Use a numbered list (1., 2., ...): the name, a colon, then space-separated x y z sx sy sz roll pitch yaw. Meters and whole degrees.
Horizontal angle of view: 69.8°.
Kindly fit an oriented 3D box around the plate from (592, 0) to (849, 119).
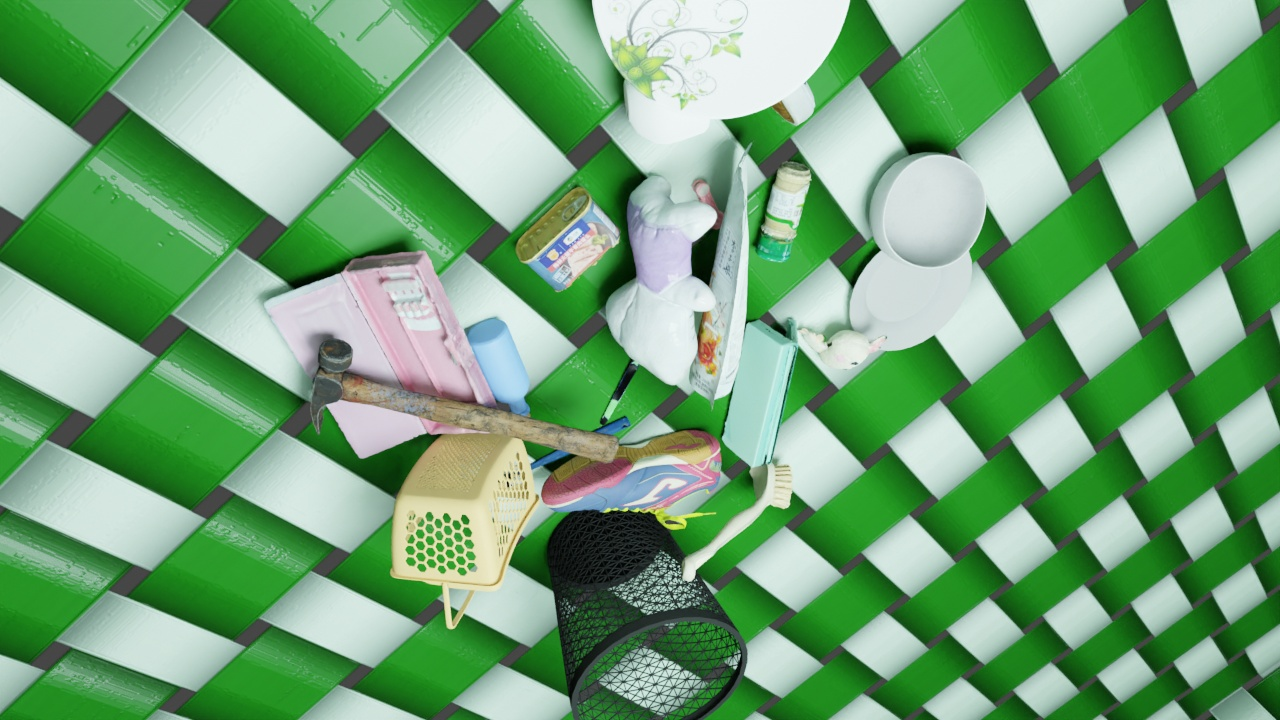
1. plate: 0.071 -0.332 0.811 0.229 0.030 0.230 -2 120 -4

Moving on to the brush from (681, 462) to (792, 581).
1. brush: 0.125 0.202 1.167 0.271 0.077 0.062 -34 131 -51

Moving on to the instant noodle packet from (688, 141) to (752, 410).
1. instant noodle packet: 0.093 -0.086 0.997 0.057 0.146 0.270 5 129 2

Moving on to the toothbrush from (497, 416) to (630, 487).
1. toothbrush: -0.099 0.119 1.146 0.190 0.017 0.016 -26 128 -3

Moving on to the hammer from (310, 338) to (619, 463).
1. hammer: -0.186 0.066 0.993 0.330 0.033 0.120 15 131 -14

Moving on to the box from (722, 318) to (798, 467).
1. box: 0.171 0.040 1.167 0.079 0.077 0.189 -14 126 -32

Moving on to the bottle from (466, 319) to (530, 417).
1. bottle: -0.153 0.018 1.038 0.048 0.048 0.131 -22 127 -6

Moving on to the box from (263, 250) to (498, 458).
1. box: -0.266 -0.004 0.983 0.180 0.055 0.233 -12 128 6

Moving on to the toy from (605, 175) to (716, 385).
1. toy: 0.019 -0.080 0.981 0.085 0.137 0.210 -14 127 -30

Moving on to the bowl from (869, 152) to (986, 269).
1. bowl: 0.327 -0.176 1.072 0.131 0.064 0.132 -3 106 -13

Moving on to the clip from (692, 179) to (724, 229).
1. clip: 0.075 -0.171 1.007 0.022 0.035 0.057 -29 124 3

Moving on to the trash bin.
1. trash bin: -0.013 0.313 1.166 0.216 0.243 0.217 -10 125 -15

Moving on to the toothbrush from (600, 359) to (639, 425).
1. toothbrush: -0.007 0.006 1.107 0.014 0.017 0.188 13 118 -30

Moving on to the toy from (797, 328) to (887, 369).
1. toy: 0.255 -0.015 1.158 0.112 0.087 0.050 -1 80 -7

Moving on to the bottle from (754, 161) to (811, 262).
1. bottle: 0.161 -0.168 1.038 0.042 0.042 0.110 0 121 -21

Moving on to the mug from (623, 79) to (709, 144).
1. mug: 0.022 -0.273 0.888 0.076 0.090 0.124 -8 107 -4

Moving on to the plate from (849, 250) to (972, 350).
1. plate: 0.340 -0.092 1.170 0.172 0.019 0.173 -10 125 -15

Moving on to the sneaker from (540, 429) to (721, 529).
1. sneaker: -0.005 0.162 1.148 0.241 0.116 0.091 -13 116 -20

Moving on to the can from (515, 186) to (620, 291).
1. can: -0.075 -0.126 0.967 0.100 0.054 0.059 -41 128 9

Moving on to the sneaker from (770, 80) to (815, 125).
1. sneaker: 0.121 -0.335 0.885 0.079 0.087 0.235 -38 124 2

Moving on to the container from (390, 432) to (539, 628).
1. container: -0.197 0.187 1.038 0.129 0.183 0.167 3 115 8
